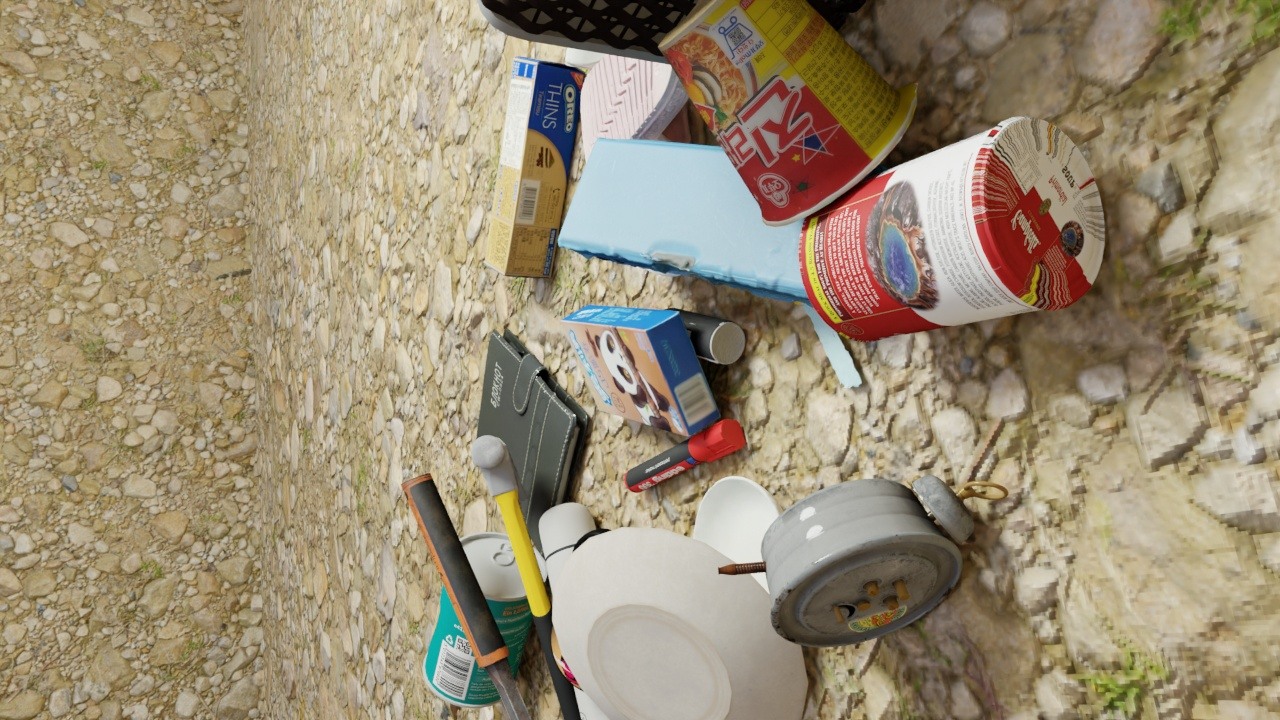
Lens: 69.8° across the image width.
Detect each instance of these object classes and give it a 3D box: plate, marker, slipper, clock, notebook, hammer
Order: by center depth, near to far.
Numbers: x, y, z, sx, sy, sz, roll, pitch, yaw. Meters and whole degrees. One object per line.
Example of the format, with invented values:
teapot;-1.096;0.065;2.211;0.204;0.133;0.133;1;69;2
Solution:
clock;0.126;0.103;0.486;0.148;0.104;0.056;-36;43;18
plate;0.016;0.201;0.616;0.189;0.027;0.189;11;115;24
plate;0.075;0.130;0.623;0.104;0.026;0.104;-4;86;59
marker;0.030;0.077;0.705;0.023;0.021;0.145;55;143;0
slipper;0.009;-0.199;0.706;0.240;0.064;0.094;161;104;-71
hammer;-0.088;0.226;0.827;0.127;0.029;0.323;109;143;-80
hammer;-0.146;0.251;0.828;0.138;0.034;0.314;-41;72;49
notebook;-0.120;0.076;0.945;0.209;0.029;0.170;40;125;49

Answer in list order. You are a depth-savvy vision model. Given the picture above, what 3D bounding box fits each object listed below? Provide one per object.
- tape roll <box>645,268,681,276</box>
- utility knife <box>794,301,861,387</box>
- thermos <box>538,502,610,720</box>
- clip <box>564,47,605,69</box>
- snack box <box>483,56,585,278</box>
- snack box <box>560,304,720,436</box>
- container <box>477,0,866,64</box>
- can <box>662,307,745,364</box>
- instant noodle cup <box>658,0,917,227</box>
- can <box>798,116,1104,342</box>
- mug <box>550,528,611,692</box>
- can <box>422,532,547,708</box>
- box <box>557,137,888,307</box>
tape roll;0.019;-0.110;0.693;0.094;0.018;0.094;22;126;33
utility knife;0.098;-0.071;0.606;0.217;0.019;0.031;67;150;29
thermos;-0.041;0.231;0.786;0.052;0.052;0.224;-50;49;46
clip;-0.022;-0.298;0.746;0.152;0.099;0.126;-133;49;-62
snack box;-0.104;-0.187;0.899;0.056;0.057;0.207;33;117;50
snack box;-0.004;0.004;0.709;0.151;0.034;0.087;10;126;61
container;0.038;-0.329;0.494;0.244;0.245;0.247;-44;53;53
can;0.041;-0.019;0.677;0.080;0.031;0.031;19;105;57
instant noodle cup;0.069;-0.144;0.482;0.100;0.112;0.100;-40;20;17
can;0.148;-0.059;0.451;0.117;0.086;0.086;-13;78;58
mug;-0.021;0.191;0.720;0.098;0.081;0.118;-50;57;46
can;-0.159;0.263;0.933;0.099;0.099;0.144;47;128;49
box;0.049;-0.094;0.610;0.232;0.054;0.093;15;83;41
